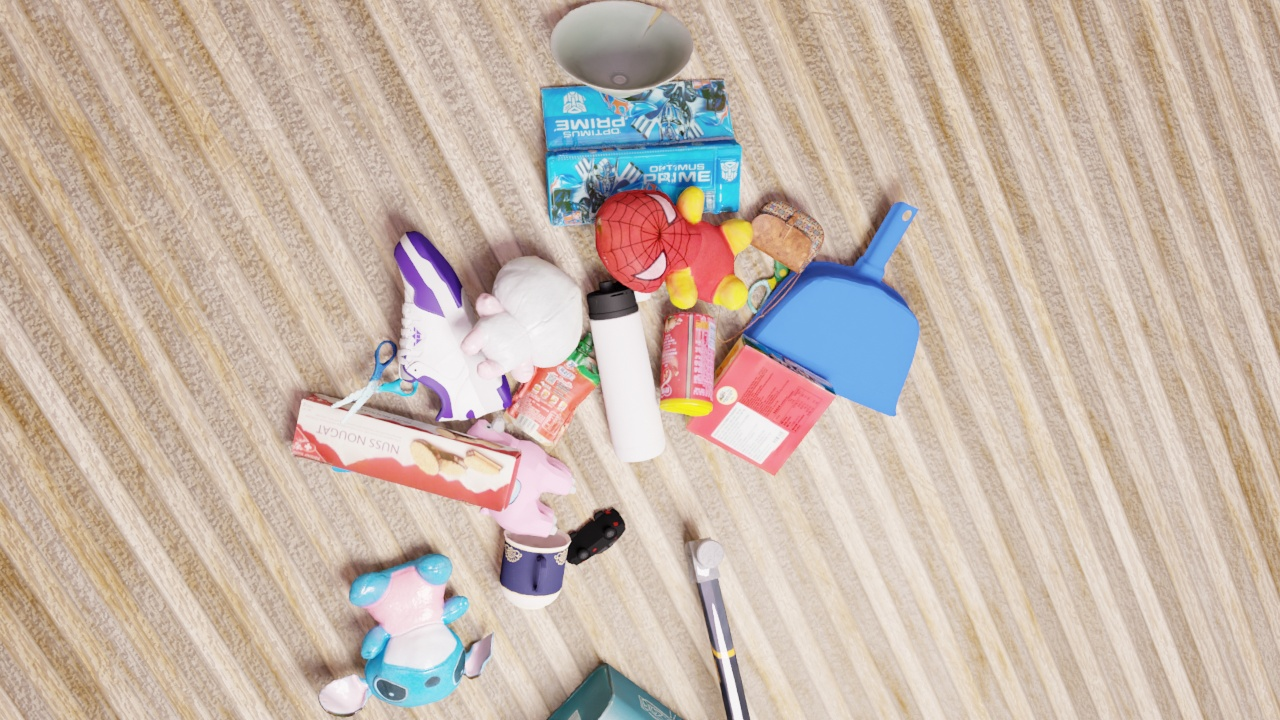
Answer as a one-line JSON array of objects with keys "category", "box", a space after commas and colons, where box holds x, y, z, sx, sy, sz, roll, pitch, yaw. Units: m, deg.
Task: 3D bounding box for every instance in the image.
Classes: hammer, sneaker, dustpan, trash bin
[{"category": "hammer", "box": [0.110, 0.384, 1.182, 0.035, 0.139, 0.312, -12, 82, -8]}, {"category": "sneaker", "box": [-0.255, -0.032, 1.116, 0.111, 0.091, 0.244, -24, 104, 0]}, {"category": "dustpan", "box": [0.291, -0.083, 1.198, 0.245, 0.059, 0.258, 22, 112, -14]}, {"category": "trash bin", "box": [-0.014, 0.537, 1.194, 0.218, 0.196, 0.199, 44, 88, -7]}]

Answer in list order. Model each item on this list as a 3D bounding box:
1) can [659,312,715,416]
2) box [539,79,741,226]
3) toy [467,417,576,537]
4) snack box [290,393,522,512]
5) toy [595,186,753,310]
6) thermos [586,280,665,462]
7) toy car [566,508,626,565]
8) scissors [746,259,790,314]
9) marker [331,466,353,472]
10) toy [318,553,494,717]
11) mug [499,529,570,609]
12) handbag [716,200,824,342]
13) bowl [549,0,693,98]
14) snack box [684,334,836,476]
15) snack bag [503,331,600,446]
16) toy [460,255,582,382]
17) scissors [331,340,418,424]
[{"category": "can", "box": [0.060, 0.004, 1.163, 0.066, 0.067, 0.124, 6, 77, -11]}, {"category": "box", "box": [0.003, -0.261, 1.138, 0.243, 0.060, 0.175, -6, 99, -10]}, {"category": "toy", "box": [-0.162, 0.148, 1.167, 0.157, 0.067, 0.123, 26, 95, -8]}, {"category": "snack box", "box": [-0.285, 0.113, 1.116, 0.273, 0.044, 0.077, 15, 99, 3]}, {"category": "toy", "box": [0.035, -0.136, 1.116, 0.216, 0.099, 0.147, 13, 71, -29]}, {"category": "thermos", "box": [-0.007, 0.007, 1.174, 0.101, 0.069, 0.230, -18, 104, -33]}, {"category": "toy car", "box": [-0.060, 0.236, 1.211, 0.091, 0.042, 0.036, -39, 128, -2]}, {"category": "scissors", "box": [0.178, -0.115, 1.214, 0.108, 0.012, 0.132, -14, 102, -8]}, {"category": "marker", "box": [-0.327, 0.133, 1.162, 0.123, 0.015, 0.018, 3, 103, -13]}, {"category": "toy", "box": [-0.299, 0.348, 1.155, 0.223, 0.099, 0.191, -13, 95, -22]}, {"category": "mug", "box": [-0.135, 0.270, 1.166, 0.085, 0.112, 0.089, 6, 99, -16]}, {"category": "handbag", "box": [0.151, -0.110, 1.174, 0.093, 0.043, 0.195, 34, 89, 13]}, {"category": "bowl", "box": [-0.022, -0.358, 1.110, 0.174, 0.068, 0.173, 2, 54, -3]}, {"category": "snack box", "box": [0.154, 0.060, 1.199, 0.145, 0.040, 0.143, 29, 113, -12]}, {"category": "snack bag", "box": [-0.103, 0.029, 1.175, 0.087, 0.044, 0.155, 34, 87, -10]}, {"category": "toy", "box": [-0.140, -0.044, 1.099, 0.179, 0.102, 0.139, -42, 113, -37]}, {"category": "scissors", "box": [-0.330, 0.025, 1.107, 0.134, 0.016, 0.083, -33, 106, -46]}]
